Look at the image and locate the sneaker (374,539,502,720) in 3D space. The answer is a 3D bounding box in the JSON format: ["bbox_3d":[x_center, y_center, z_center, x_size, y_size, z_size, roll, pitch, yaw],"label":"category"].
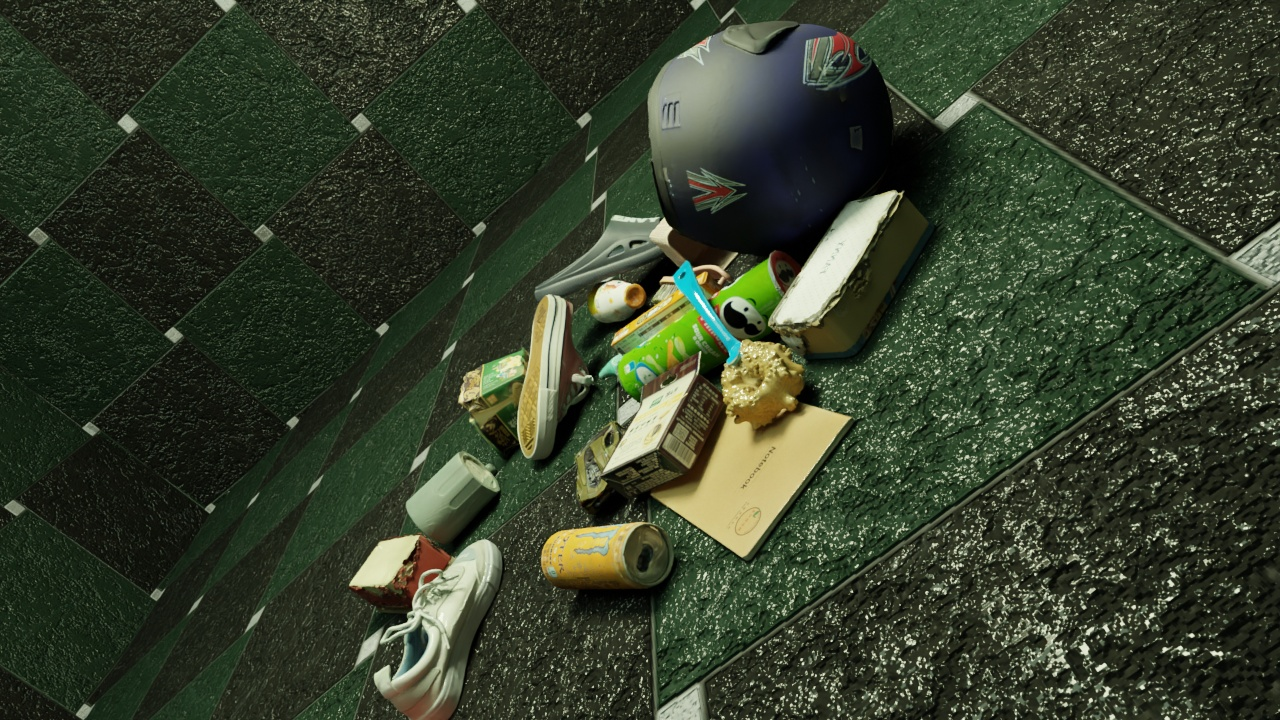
[{"bbox_3d":[-0.227,0.283,1.020,0.090,0.090,0.241,-36,23,28],"label":"sneaker"}]

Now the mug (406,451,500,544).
[{"bbox_3d":[-0.255,0.188,1.283,0.103,0.083,0.124,-45,-4,5],"label":"mug"}]

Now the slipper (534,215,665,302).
[{"bbox_3d":[-0.044,-0.167,1.361,0.268,0.083,0.110,-23,11,5],"label":"slipper"}]

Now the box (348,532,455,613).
[{"bbox_3d":[-0.331,0.286,1.239,0.169,0.080,0.091,-20,33,53],"label":"box"}]

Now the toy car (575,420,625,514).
[{"bbox_3d":[-0.044,0.115,1.030,0.070,0.042,0.158,-44,18,10],"label":"toy car"}]

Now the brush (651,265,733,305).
[{"bbox_3d":[0.065,-0.084,1.137,0.073,0.063,0.146,-54,19,-5],"label":"brush"}]

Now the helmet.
[{"bbox_3d":[0.155,-0.254,1.015,0.241,0.247,0.314,-6,31,20],"label":"helmet"}]

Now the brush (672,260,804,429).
[{"bbox_3d":[0.083,-0.027,0.903,0.083,0.046,0.254,-49,39,17],"label":"brush"}]

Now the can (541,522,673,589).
[{"bbox_3d":[-0.034,0.184,0.855,0.146,0.058,0.058,-20,34,52],"label":"can"}]

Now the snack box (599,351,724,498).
[{"bbox_3d":[0.024,0.068,0.935,0.114,0.053,0.125,-32,20,52],"label":"snack box"}]

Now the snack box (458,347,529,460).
[{"bbox_3d":[-0.187,0.056,1.345,0.106,0.117,0.118,-31,26,12],"label":"snack box"}]

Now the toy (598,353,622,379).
[{"bbox_3d":[-0.007,0.007,1.168,0.096,0.030,0.092,-39,26,3],"label":"toy"}]

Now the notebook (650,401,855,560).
[{"bbox_3d":[0.093,0.092,0.839,0.147,0.008,0.208,-51,20,-8],"label":"notebook"}]

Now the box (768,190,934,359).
[{"bbox_3d":[0.203,-0.086,0.871,0.184,0.059,0.090,-52,21,-17],"label":"box"}]

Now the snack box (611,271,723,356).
[{"bbox_3d":[0.044,-0.035,1.070,0.154,0.075,0.026,-33,24,35],"label":"snack box"}]

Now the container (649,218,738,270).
[{"bbox_3d":[0.075,-0.167,1.232,0.090,0.090,0.111,-49,17,-3],"label":"container"}]

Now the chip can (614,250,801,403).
[{"bbox_3d":[0.076,-0.028,1.000,0.237,0.072,0.072,-34,25,36],"label":"chip can"}]

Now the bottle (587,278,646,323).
[{"bbox_3d":[-0.032,-0.088,1.338,0.063,0.063,0.109,-55,22,-18],"label":"bottle"}]

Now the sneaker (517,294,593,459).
[{"bbox_3d":[-0.109,0.025,1.262,0.119,0.087,0.240,-40,40,55],"label":"sneaker"}]
